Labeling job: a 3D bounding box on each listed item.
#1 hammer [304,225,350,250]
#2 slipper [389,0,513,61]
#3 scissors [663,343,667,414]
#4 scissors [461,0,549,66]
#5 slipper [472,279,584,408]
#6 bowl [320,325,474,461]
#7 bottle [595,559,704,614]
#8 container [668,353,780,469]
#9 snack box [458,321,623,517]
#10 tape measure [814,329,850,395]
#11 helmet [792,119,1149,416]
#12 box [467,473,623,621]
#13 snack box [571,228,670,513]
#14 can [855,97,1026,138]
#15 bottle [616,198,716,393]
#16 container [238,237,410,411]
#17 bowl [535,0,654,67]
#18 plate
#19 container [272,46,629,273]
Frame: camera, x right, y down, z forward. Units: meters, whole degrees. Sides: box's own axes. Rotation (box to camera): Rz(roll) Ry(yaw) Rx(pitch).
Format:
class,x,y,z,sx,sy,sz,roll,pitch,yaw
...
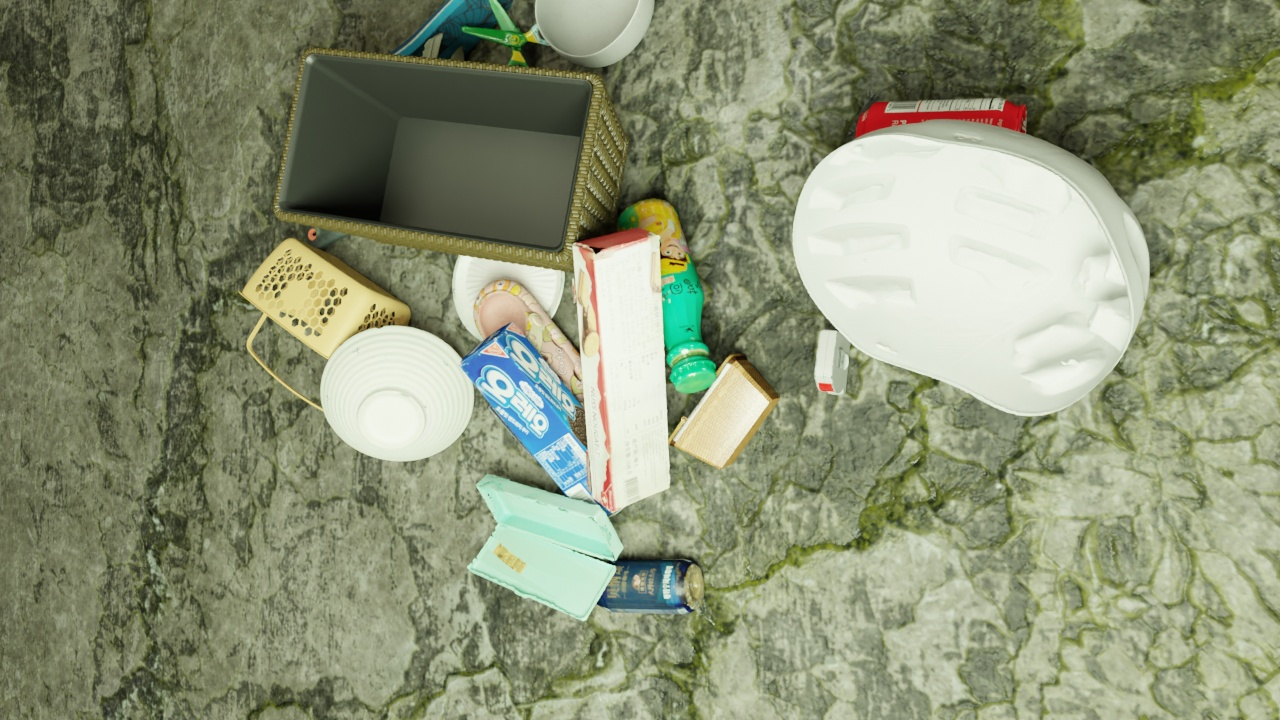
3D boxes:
class,x,y,z,sx,sy,sz,roll,pitch,yaw
hammer,-0.300,-0.205,1.158,0.334,0.033,0.133,-16,81,26
slipper,-0.258,-0.344,1.104,0.295,0.118,0.060,-38,83,12
scissors,-0.015,0.007,1.014,0.129,0.014,0.127,18,99,22
scissors,-0.139,-0.375,1.061,0.121,0.012,0.128,-28,115,2
slipper,-0.128,-0.004,1.021,0.093,0.081,0.197,-34,82,19
bowl,-0.282,0.054,1.053,0.177,0.070,0.177,-3,114,-7
bottle,-0.014,0.239,0.973,0.161,0.056,0.056,-6,84,26
container,0.088,0.056,0.934,0.061,0.063,0.114,38,103,16
snack box,-0.093,0.068,0.968,0.059,0.059,0.226,-34,102,22
tape measure,0.188,0.001,0.887,0.020,0.062,0.060,4,85,26
helmet,0.267,-0.087,0.771,0.282,0.183,0.225,14,127,14
box,-0.115,0.195,0.987,0.188,0.078,0.109,11,63,42
snack box,-0.018,0.013,0.885,0.044,0.076,0.273,29,130,49
can,0.276,-0.202,0.848,0.143,0.074,0.074,6,89,26
bottle,0.030,-0.066,0.935,0.068,0.068,0.209,-28,59,22
container,-0.404,-0.040,1.144,0.183,0.129,0.167,32,92,24
bowl,-0.045,-0.391,1.022,0.132,0.064,0.131,-2,86,24
plate,-0.156,-0.094,1.087,0.157,0.014,0.157,-2,87,26
container,-0.176,-0.195,0.968,0.321,0.205,0.176,10,89,15
